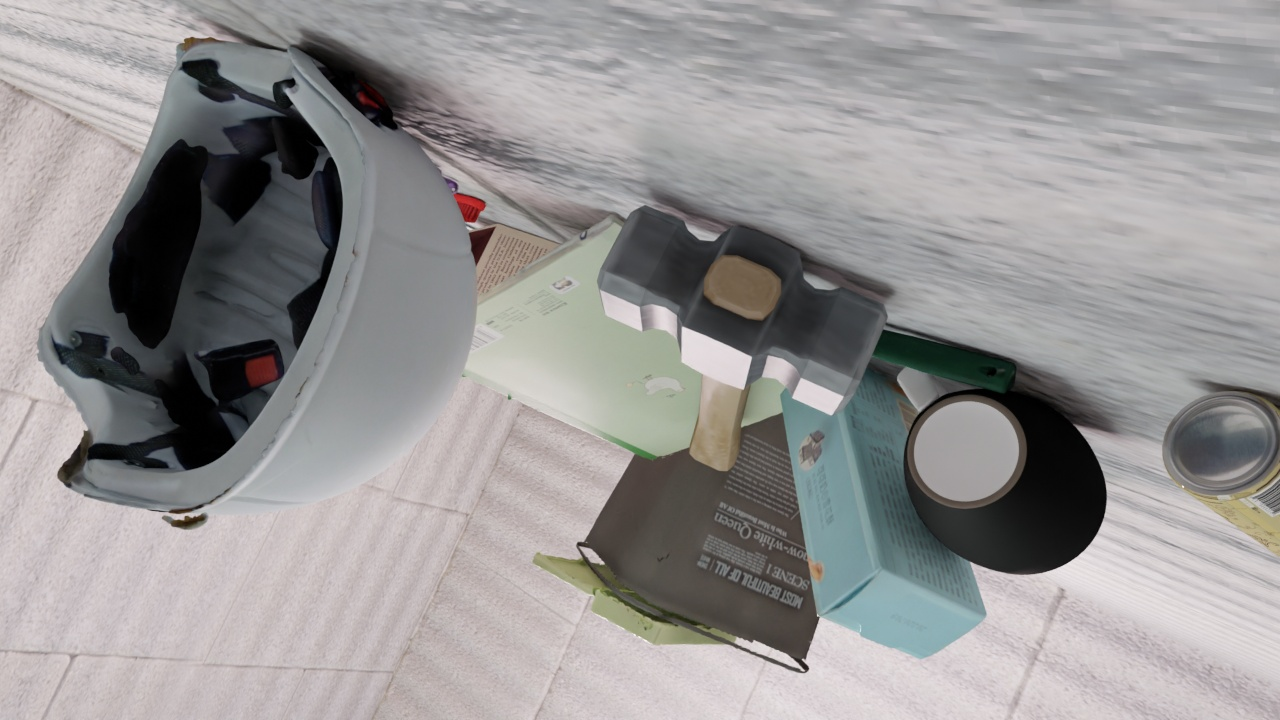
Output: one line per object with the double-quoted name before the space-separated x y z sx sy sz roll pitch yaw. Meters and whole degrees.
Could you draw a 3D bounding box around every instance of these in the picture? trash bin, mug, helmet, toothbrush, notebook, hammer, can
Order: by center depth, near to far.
"can" 0.218 0.042 0.316 0.079 0.038 0.038 28 176 -30
"mug" 0.161 0.042 0.445 0.100 0.085 0.118 28 -155 -51
"toothbrush" 0.095 -0.014 0.462 0.190 0.016 0.017 19 170 42
"helmet" -0.180 -0.029 0.489 0.264 0.236 0.163 30 -175 40
"hammer" 0.048 0.018 0.525 0.117 0.051 0.323 24 165 10
"notebook" -0.004 0.004 0.609 0.182 0.010 0.252 -25 144 32
"toothbrush" -0.180 -0.128 0.707 0.213 0.018 0.012 21 175 46
"trash bin" 0.086 0.119 0.818 0.197 0.220 0.197 26 176 -15

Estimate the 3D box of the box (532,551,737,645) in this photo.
"box" 0.000 0.212 0.811 0.137 0.024 0.187 26 177 28

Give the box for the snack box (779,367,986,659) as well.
"snack box" 0.132 0.075 0.524 0.075 0.053 0.174 27 -145 -22

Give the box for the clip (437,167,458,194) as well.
"clip" -0.140 -0.121 0.601 0.046 0.014 0.050 25 174 -42

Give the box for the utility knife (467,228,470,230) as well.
"utility knife" -0.129 -0.097 0.798 0.177 0.015 0.022 27 178 9

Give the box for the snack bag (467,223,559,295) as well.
"snack bag" -0.074 -0.048 0.712 0.206 0.070 0.094 22 174 36
